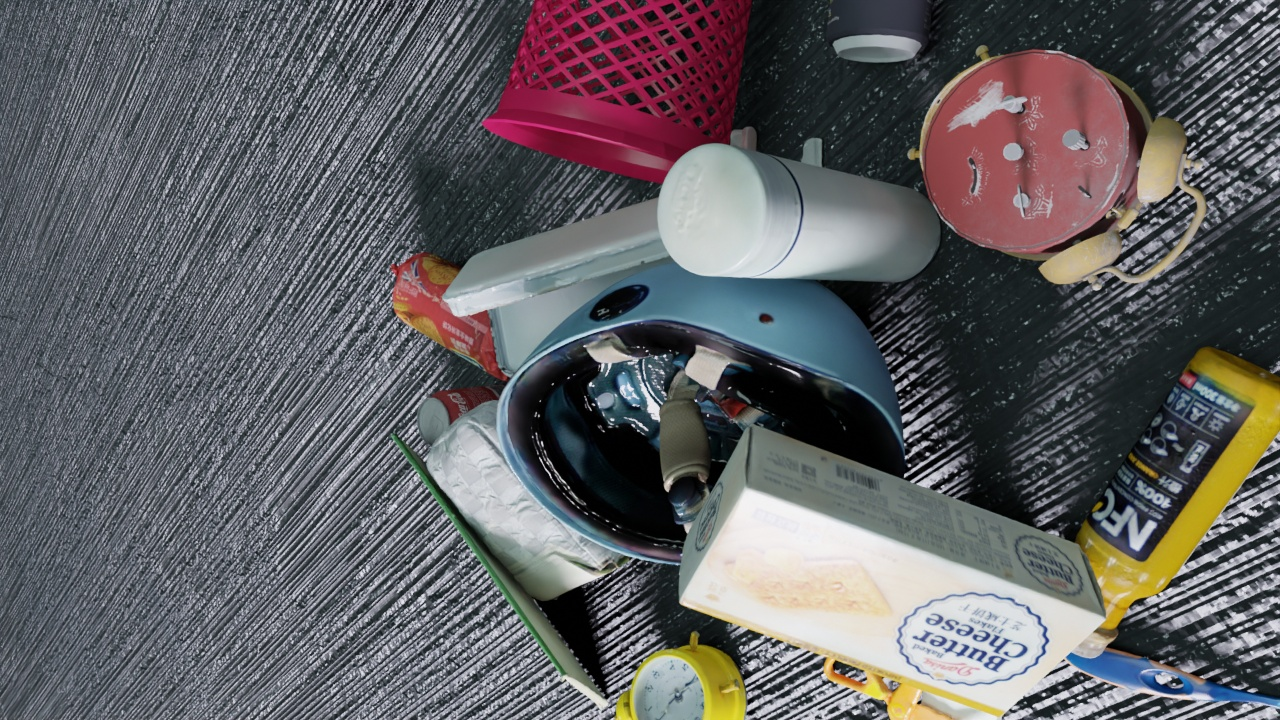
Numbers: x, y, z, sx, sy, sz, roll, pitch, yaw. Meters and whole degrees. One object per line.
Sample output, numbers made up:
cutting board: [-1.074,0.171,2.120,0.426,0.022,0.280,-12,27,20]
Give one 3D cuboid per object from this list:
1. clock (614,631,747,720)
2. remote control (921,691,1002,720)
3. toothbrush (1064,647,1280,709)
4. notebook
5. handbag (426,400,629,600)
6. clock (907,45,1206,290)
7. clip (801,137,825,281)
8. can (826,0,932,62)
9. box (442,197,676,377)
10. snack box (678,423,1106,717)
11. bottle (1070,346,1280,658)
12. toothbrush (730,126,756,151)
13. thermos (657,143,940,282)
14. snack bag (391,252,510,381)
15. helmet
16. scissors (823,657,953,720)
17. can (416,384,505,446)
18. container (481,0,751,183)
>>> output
clock: [0.029,0.275,0.719,0.119,0.057,0.083,-53,54,10]
remote control: [0.218,0.180,0.595,0.050,0.024,0.143,17,104,36]
toothbrush: [0.312,0.186,0.526,0.135,0.017,0.021,5,94,38]
notebook: [-0.119,0.184,0.790,0.010,0.182,0.252,-37,64,-11]
handbag: [-0.083,0.103,0.757,0.171,0.123,0.113,49,138,-3]
clock: [0.236,-0.108,0.522,0.159,0.081,0.117,44,118,27]
clip: [0.105,-0.107,0.661,0.054,0.038,0.101,-2,91,26]
can: [0.156,-0.261,0.585,0.064,0.064,0.127,10,99,38]
box: [-0.033,-0.054,0.726,0.217,0.107,0.110,-13,120,17]
snack box: [0.135,0.122,0.520,0.208,0.057,0.104,21,126,-4]
bottle: [0.287,0.084,0.514,0.053,0.053,0.186,36,114,31]
toothbrush: [0.076,-0.084,0.694,0.018,0.015,0.181,5,96,45]
thermos: [0.103,-0.079,0.535,0.068,0.229,0.068,3,95,38]
snack bag: [-0.155,-0.042,0.843,0.176,0.082,0.082,28,110,33]
helmet: [0.042,0.034,0.618,0.266,0.166,0.226,-6,124,22]
scissors: [0.178,0.243,0.628,0.125,0.011,0.129,6,105,50]
can: [-0.150,0.051,0.831,0.054,0.096,0.054,3,95,38]
container: [0.004,-0.254,0.649,0.183,0.183,0.226,18,97,36]
